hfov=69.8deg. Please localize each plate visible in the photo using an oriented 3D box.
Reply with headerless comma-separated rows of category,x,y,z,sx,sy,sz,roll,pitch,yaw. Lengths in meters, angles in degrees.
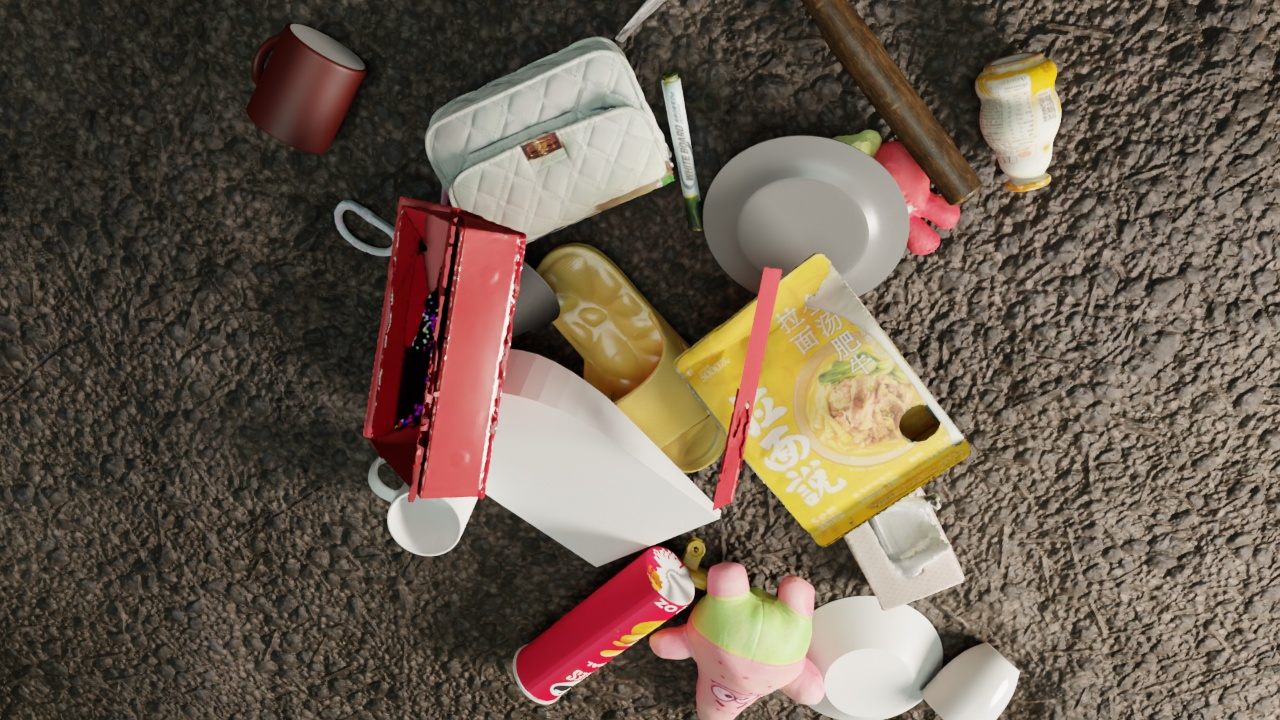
plate,0.246,0.341,1.004,0.174,0.036,0.174,2,112,4
plate,0.142,-0.114,0.801,0.178,0.012,0.179,10,135,10

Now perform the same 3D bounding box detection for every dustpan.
dustpan,-0.075,0.093,0.895,0.257,0.053,0.192,38,136,-21

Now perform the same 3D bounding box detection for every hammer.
hammer,0.148,-0.229,0.754,0.218,0.037,0.300,-37,96,17

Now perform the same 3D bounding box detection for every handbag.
handbag,-0.080,-0.179,0.790,0.195,0.072,0.139,-22,116,9

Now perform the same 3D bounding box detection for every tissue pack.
tissue pack,0.252,0.162,0.918,0.104,0.071,0.181,-24,105,14

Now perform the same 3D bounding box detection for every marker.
marker,0.038,-0.179,0.799,0.017,0.017,0.147,-9,126,8

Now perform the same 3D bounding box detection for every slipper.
slipper,-0.005,0.005,0.865,0.100,0.078,0.263,-34,103,16

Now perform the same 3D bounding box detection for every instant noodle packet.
instant noodle packet,0.156,0.035,0.808,0.163,0.084,0.221,-37,108,15

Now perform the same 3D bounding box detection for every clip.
clip,0.052,0.215,0.977,0.054,0.046,0.048,21,145,-4

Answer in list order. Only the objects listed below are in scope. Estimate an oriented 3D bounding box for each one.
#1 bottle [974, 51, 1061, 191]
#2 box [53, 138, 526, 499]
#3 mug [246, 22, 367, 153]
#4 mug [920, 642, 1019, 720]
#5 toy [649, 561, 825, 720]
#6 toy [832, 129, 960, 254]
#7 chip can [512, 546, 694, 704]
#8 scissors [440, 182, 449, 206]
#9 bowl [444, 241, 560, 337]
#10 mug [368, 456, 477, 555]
bottle,0.317,-0.197,0.764,0.063,0.063,0.108,-13,111,9
box,-0.271,-0.035,0.715,0.374,0.148,0.213,12,101,0
mug,-0.298,-0.244,0.794,0.105,0.073,0.083,43,112,18
mug,0.368,0.358,0.993,0.089,0.071,0.107,-49,132,3
toy,0.102,0.317,0.978,0.192,0.096,0.237,16,123,1
toy,0.215,-0.146,0.803,0.135,0.045,0.092,29,105,-3
chip can,-0.041,0.281,0.966,0.069,0.069,0.221,41,118,-12
scissors,-0.209,-0.116,0.865,0.175,0.013,0.171,11,115,-3
bowl,-0.138,-0.053,0.816,0.124,0.124,0.052,35,67,-10
mug,-0.221,0.132,0.924,0.110,0.090,0.074,32,111,-9
